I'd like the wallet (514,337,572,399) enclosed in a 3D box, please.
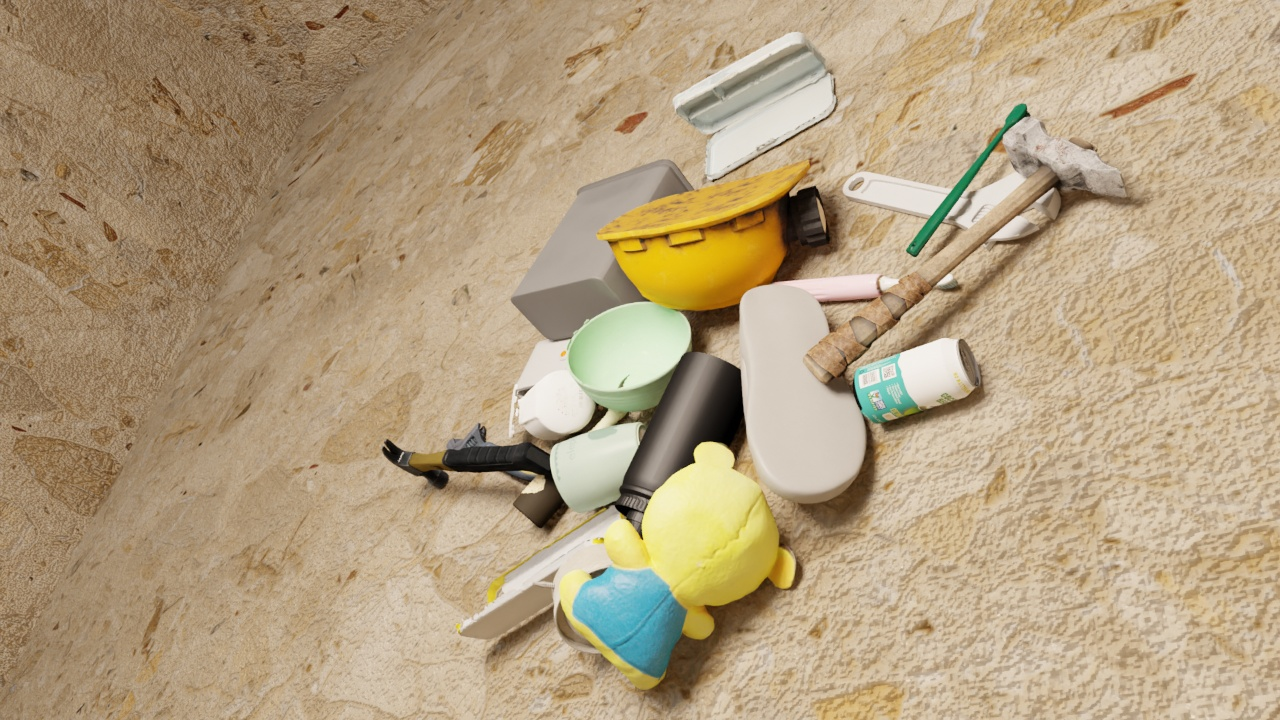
[{"bbox_3d":[-0.110,-0.004,1.254,0.119,0.037,0.115,-13,43,42],"label":"wallet"}]

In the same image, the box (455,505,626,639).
[{"bbox_3d":[-0.101,0.238,1.003,0.210,0.057,0.117,-35,1,20],"label":"box"}]

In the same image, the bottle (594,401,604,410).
[{"bbox_3d":[-0.058,0.037,1.151,0.025,0.025,0.106,-44,24,8],"label":"bottle"}]

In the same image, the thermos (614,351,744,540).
[{"bbox_3d":[0.041,0.098,0.946,0.086,0.086,0.198,3,60,49],"label":"thermos"}]

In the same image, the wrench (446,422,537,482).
[{"bbox_3d":[-0.195,0.130,1.235,0.274,0.022,0.073,9,65,52],"label":"wrench"}]

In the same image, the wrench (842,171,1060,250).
[{"bbox_3d":[0.312,-0.174,0.957,0.086,0.018,0.273,-52,33,-2],"label":"wrench"}]

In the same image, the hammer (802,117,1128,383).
[{"bbox_3d":[0.281,-0.091,0.838,0.319,0.049,0.121,-41,41,6],"label":"hammer"}]

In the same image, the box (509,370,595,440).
[{"bbox_3d":[-0.119,0.060,1.153,0.166,0.092,0.083,145,122,-69],"label":"box"}]

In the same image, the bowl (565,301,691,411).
[{"bbox_3d":[-0.006,0.006,1.074,0.151,0.077,0.150,-11,40,9],"label":"bowl"}]

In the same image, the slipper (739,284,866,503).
[{"bbox_3d":[0.145,0.039,0.899,0.113,0.081,0.265,0,48,-7],"label":"slipper"}]

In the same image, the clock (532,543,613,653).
[{"bbox_3d":[-0.018,0.220,0.903,0.157,0.103,0.061,-23,28,-5],"label":"clock"}]

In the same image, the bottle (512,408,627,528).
[{"bbox_3d":[-0.075,0.116,1.097,0.184,0.045,0.045,-49,34,-11],"label":"bottle"}]

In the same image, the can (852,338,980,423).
[{"bbox_3d":[0.245,0.018,0.819,0.102,0.055,0.054,-23,43,34],"label":"can"}]

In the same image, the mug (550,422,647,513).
[{"bbox_3d":[-0.032,0.109,1.032,0.104,0.084,0.111,-23,16,18],"label":"mug"}]

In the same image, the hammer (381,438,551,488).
[{"bbox_3d":[-0.224,0.126,1.162,0.334,0.118,0.025,-10,53,50],"label":"hammer"}]

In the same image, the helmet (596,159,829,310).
[{"bbox_3d":[0.087,-0.129,1.062,0.256,0.131,0.204,-13,18,19],"label":"helmet"}]

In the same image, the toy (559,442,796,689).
[{"bbox_3d":[0.036,0.189,0.820,0.214,0.149,0.084,-42,12,1],"label":"toy"}]

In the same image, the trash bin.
[{"bbox_3d":[-0.044,-0.146,1.232,0.192,0.097,0.219,-8,44,44],"label":"trash bin"}]

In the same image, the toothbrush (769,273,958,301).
[{"bbox_3d":[0.225,-0.076,0.955,0.223,0.026,0.027,0,71,48],"label":"toothbrush"}]

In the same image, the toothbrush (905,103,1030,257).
[{"bbox_3d":[0.328,-0.178,0.914,0.189,0.017,0.016,-52,32,-3],"label":"toothbrush"}]

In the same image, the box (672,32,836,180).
[{"bbox_3d":[0.157,-0.325,1.231,0.216,0.106,0.127,-21,67,35],"label":"box"}]
